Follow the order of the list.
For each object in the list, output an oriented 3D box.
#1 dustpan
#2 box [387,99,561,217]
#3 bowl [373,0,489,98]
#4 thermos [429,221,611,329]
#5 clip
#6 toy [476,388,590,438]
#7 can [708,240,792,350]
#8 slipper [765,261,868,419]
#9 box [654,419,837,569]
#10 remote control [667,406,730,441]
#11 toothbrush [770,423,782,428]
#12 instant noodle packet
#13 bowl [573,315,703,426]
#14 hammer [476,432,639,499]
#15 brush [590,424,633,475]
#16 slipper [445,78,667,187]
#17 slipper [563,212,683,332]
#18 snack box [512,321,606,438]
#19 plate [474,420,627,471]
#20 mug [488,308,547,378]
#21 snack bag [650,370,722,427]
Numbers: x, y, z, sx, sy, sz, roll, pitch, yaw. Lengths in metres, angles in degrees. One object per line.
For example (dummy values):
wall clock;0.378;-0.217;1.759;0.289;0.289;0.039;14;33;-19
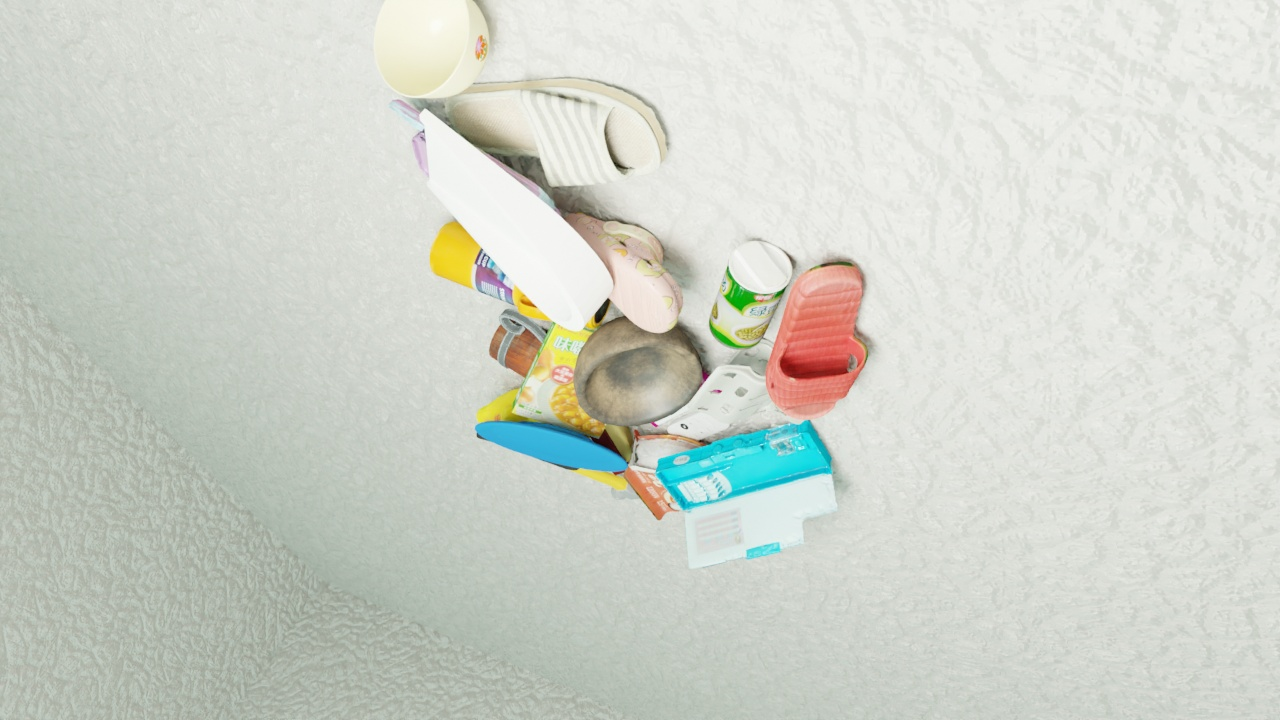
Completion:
dustpan;-0.149;-0.136;1.013;0.258;0.053;0.192;38;165;-2
box;-0.182;-0.210;1.039;0.214;0.040;0.151;33;168;15
bowl;-0.192;-0.310;0.901;0.118;0.118;0.074;13;-173;28
thermos;-0.154;-0.099;1.165;0.233;0.091;0.076;22;162;15
clip;0.145;0.025;1.137;0.151;0.105;0.127;3;155;-16
toy;-0.167;0.083;1.446;0.134;0.087;0.194;22;161;-34
can;0.117;-0.069;0.998;0.067;0.067;0.121;27;149;7
slipper;0.195;-0.002;0.999;0.103;0.059;0.249;-10;141;-5
box;0.149;0.178;1.246;0.228;0.086;0.168;-19;92;25
remote control;0.083;0.092;1.313;0.043;0.013;0.137;39;148;-13
toothbrush;0.207;0.148;1.289;0.017;0.012;0.187;8;143;28
instant noodle packet;0.108;0.176;1.375;0.221;0.083;0.164;-2;144;24
bowl;-0.007;0.007;1.158;0.162;0.070;0.162;-8;139;-7
hammer;-0.116;0.166;1.478;0.323;0.029;0.127;26;157;-32
brush;-0.051;0.096;1.376;0.042;0.082;0.173;-21;132;7
slipper;-0.099;-0.238;0.959;0.273;0.053;0.114;15;142;29
slipper;-0.011;-0.115;1.042;0.197;0.081;0.093;42;156;32
snack box;-0.083;0.025;1.242;0.132;0.027;0.168;19;124;-17
plate;-0.125;0.116;1.313;0.224;0.024;0.224;13;163;4
mug;-0.150;-0.019;1.293;0.111;0.081;0.118;27;150;13
snack bag;0.044;0.049;1.281;0.070;0.016;0.197;40;148;-11
